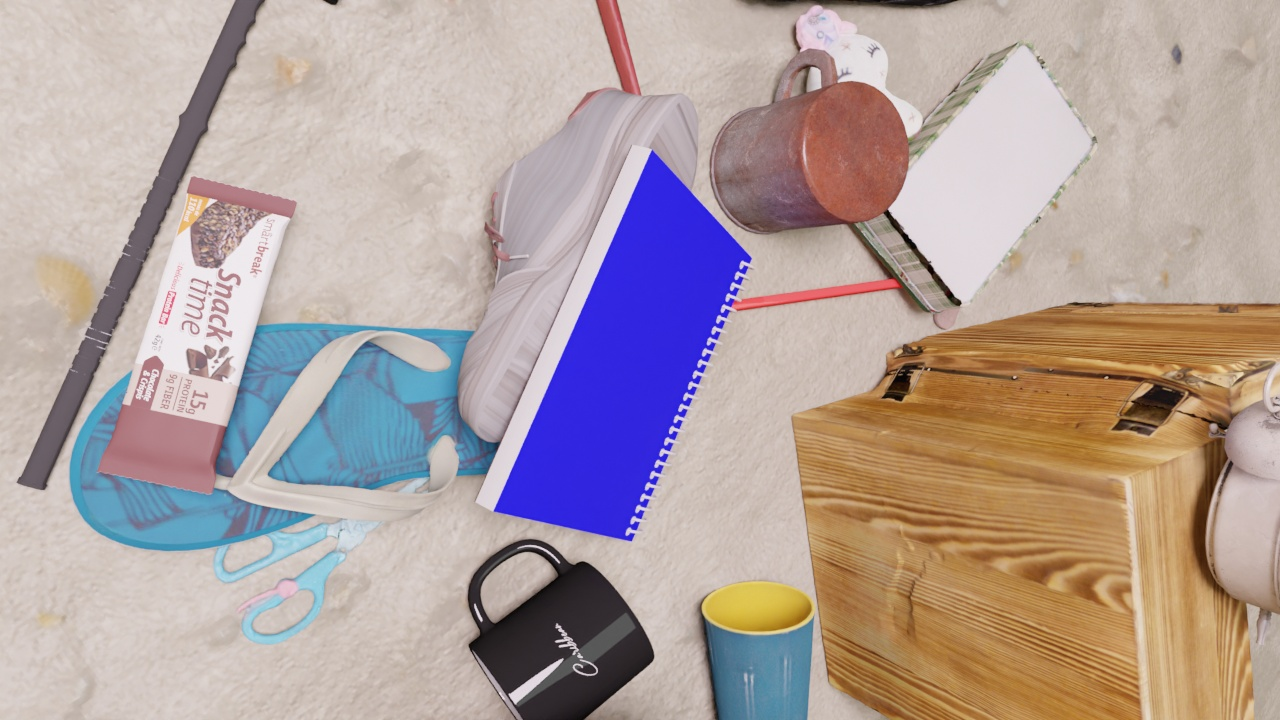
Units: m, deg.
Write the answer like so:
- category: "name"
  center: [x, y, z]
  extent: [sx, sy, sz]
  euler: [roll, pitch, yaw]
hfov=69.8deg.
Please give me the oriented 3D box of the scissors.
- category: "scissors"
  center: [-0.182, 0.098, 0.537]
  extent: [0.141, 0.015, 0.076]
  euler: [-40, 107, -25]

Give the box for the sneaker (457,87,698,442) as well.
- category: "sneaker"
  center: [-0.054, -0.066, 0.544]
  extent: [0.235, 0.089, 0.099]
  euler: [-60, 150, -16]

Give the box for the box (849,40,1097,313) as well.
- category: "box"
  center: [0.258, -0.141, 0.708]
  extent: [0.117, 0.051, 0.205]
  euler: [47, 73, -15]

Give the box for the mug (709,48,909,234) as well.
- category: "mug"
  center: [0.113, -0.148, 0.612]
  extent: [0.096, 0.110, 0.123]
  euler: [2, 94, -32]

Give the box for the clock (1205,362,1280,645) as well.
- category: "clock"
  center: [0.320, 0.064, 0.453]
  extent: [0.103, 0.061, 0.157]
  euler: [-40, 117, -19]

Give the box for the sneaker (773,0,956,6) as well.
- category: "sneaker"
  center: [0.165, -0.338, 0.640]
  extent: [0.256, 0.093, 0.160]
  euler: [-13, 91, -27]

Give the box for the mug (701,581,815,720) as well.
- category: "mug"
  center: [0.085, 0.228, 0.648]
  extent: [0.078, 0.078, 0.121]
  euler: [-10, 103, -26]

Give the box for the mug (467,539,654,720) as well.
- category: "mug"
  center: [-0.059, 0.168, 0.572]
  extent: [0.087, 0.078, 0.113]
  euler: [-34, 82, -21]

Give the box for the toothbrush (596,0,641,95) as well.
- category: "toothbrush"
  center: [0.001, -0.167, 0.603]
  extent: [0.016, 0.016, 0.190]
  euler: [-24, 104, -28]

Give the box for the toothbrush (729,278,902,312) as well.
- category: "toothbrush"
  center: [0.152, -0.058, 0.690]
  extent: [0.212, 0.012, 0.018]
  euler: [-9, 87, -26]

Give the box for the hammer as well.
- category: "hammer"
  center: [-0.258, -0.089, 0.479]
  extent: [0.095, 0.015, 0.324]
  euler: [24, 84, -27]

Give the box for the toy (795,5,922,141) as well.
- category: "toy"
  center: [0.152, -0.200, 0.665]
  extent: [0.079, 0.038, 0.122]
  euler: [-40, 108, -11]

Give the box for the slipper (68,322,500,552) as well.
- category: "slipper"
  center: [-0.152, 0.033, 0.514]
  extent: [0.294, 0.060, 0.118]
  euler: [-6, 90, -27]

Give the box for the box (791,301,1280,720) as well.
- category: "box"
  center: [0.325, 0.092, 0.644]
  extent: [0.335, 0.279, 0.286]
  euler: [-16, 101, -24]

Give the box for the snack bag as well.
- category: "snack bag"
  center: [-0.224, -0.015, 0.467]
  extent: [0.057, 0.013, 0.157]
  euler: [14, 79, -7]

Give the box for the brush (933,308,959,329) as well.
- category: "brush"
  center: [0.276, -0.086, 0.749]
  extent: [0.050, 0.015, 0.135]
  euler: [32, 80, -24]

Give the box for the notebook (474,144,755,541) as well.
- category: "notebook"
  center: [-0.003, 0.003, 0.559]
  extent: [0.171, 0.022, 0.209]
  euler: [31, 81, -59]
